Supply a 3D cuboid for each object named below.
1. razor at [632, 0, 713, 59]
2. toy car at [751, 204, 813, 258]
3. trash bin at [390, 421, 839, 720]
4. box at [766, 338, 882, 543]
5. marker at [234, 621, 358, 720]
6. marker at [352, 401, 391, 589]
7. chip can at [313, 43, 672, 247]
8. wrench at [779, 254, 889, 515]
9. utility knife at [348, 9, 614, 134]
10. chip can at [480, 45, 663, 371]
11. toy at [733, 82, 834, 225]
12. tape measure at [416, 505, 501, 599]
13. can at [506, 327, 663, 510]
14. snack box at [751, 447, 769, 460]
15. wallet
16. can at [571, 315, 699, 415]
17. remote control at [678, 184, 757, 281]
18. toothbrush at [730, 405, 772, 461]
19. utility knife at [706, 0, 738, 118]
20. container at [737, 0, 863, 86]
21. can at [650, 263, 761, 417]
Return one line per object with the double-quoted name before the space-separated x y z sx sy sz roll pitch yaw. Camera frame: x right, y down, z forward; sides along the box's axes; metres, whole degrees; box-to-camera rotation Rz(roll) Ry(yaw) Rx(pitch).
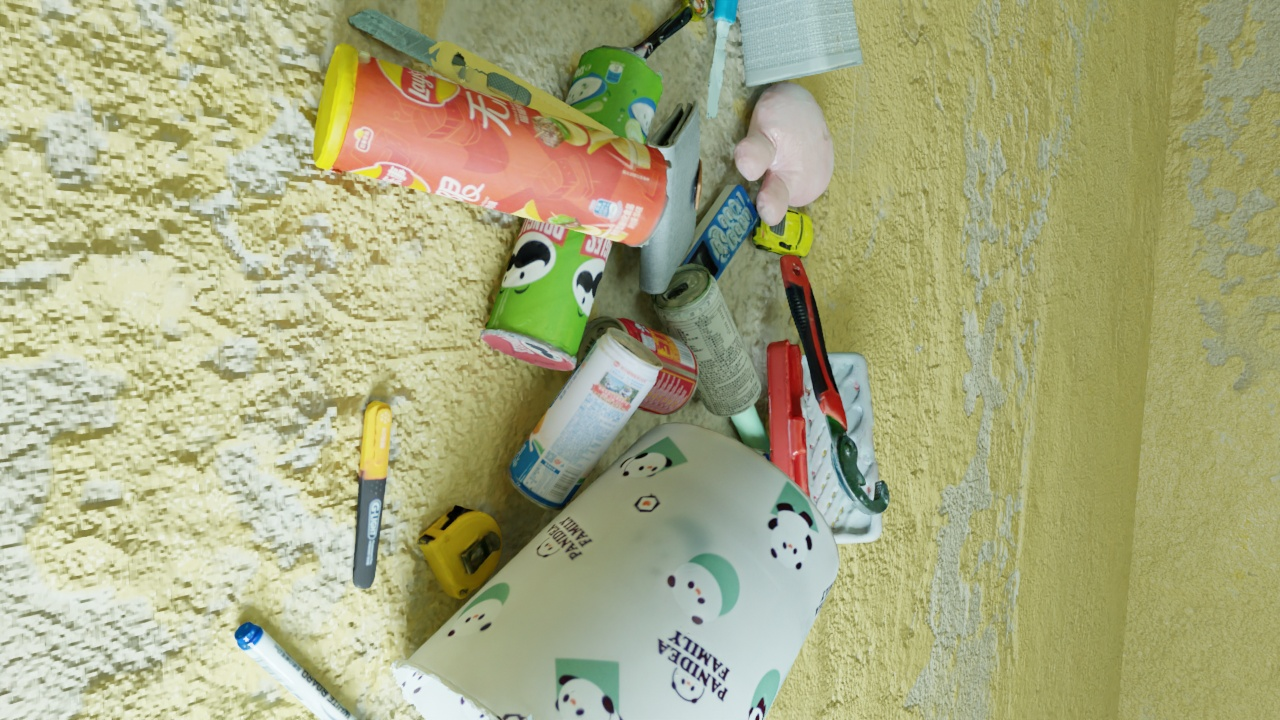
"razor" 0.025 -0.284 0.777 0.142 0.022 0.043 -52 129 -31
"toy car" 0.151 -0.133 0.938 0.105 0.032 0.048 6 91 -51
"trash bin" -0.001 0.192 0.641 0.251 0.230 0.230 -47 128 -31
"box" 0.186 0.081 0.925 0.110 0.100 0.201 39 48 -68
"marker" -0.206 0.212 0.580 0.016 0.017 0.146 -52 131 -32
"marker" -0.175 0.089 0.599 0.018 0.015 0.124 3 94 -45
"chip can" -0.088 -0.128 0.574 0.216 0.073 0.073 11 86 -29
"wrench" 0.186 0.021 0.908 0.056 0.016 0.273 -8 76 -38
"utility knife" -0.095 -0.179 0.610 0.201 0.021 0.030 21 66 -21
"chip can" -0.048 -0.113 0.678 0.072 0.072 0.235 31 71 -47
"toy" 0.139 -0.201 0.893 0.159 0.054 0.121 -47 117 -42
"tape measure" -0.124 0.135 0.656 0.057 0.029 0.060 -43 126 -38
"can" -0.041 0.043 0.676 0.053 0.053 0.135 21 110 -49
"snack box" 0.067 0.198 0.876 0.182 0.046 0.178 -26 113 -45
"wallet" 0.030 -0.134 0.750 0.106 0.037 0.130 -60 158 -50
"can" -0.004 0.004 0.748 0.093 0.067 0.066 20 80 -49
"remote control" 0.065 -0.105 0.846 0.124 0.024 0.049 -56 133 -23
"toothbrush" 0.135 0.115 0.959 0.027 0.026 0.224 -98 164 -54
"utility knife" 0.077 -0.327 0.823 0.034 0.018 0.234 17 78 -55
"container" 0.148 -0.326 0.866 0.089 0.090 0.111 -27 112 -45
"can" 0.061 -0.015 0.821 0.058 0.058 0.147 -57 137 -28
